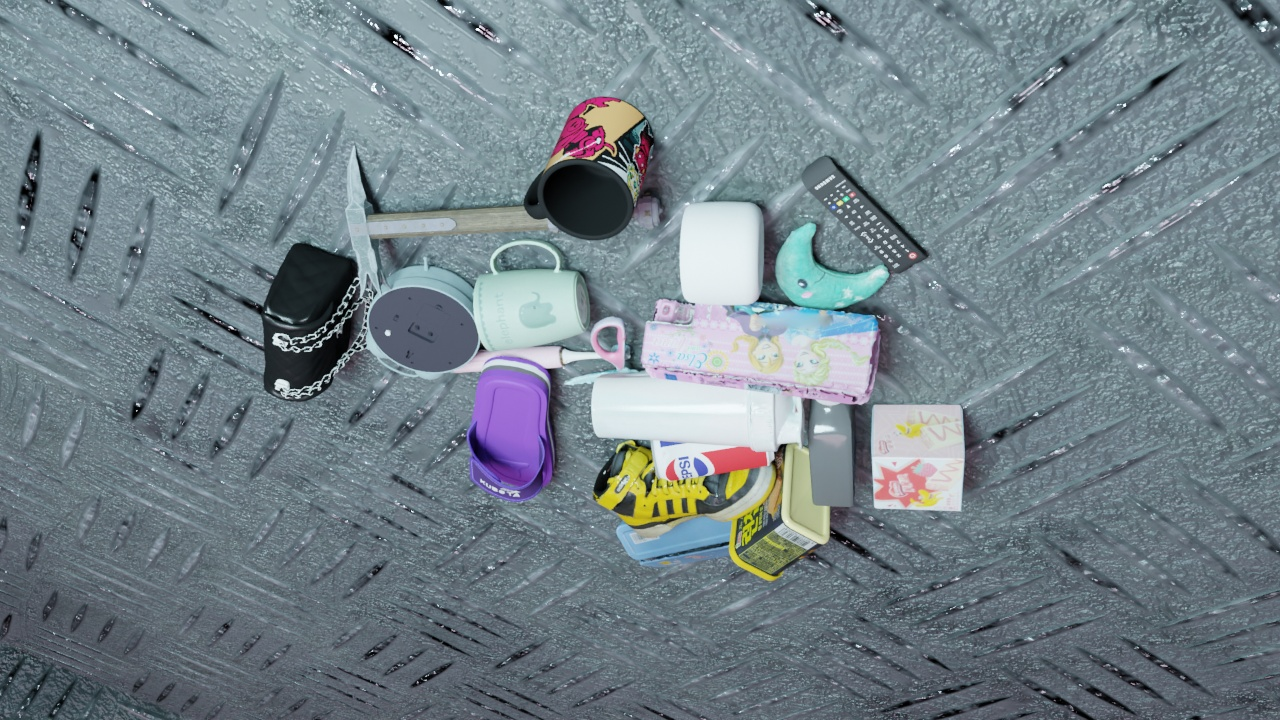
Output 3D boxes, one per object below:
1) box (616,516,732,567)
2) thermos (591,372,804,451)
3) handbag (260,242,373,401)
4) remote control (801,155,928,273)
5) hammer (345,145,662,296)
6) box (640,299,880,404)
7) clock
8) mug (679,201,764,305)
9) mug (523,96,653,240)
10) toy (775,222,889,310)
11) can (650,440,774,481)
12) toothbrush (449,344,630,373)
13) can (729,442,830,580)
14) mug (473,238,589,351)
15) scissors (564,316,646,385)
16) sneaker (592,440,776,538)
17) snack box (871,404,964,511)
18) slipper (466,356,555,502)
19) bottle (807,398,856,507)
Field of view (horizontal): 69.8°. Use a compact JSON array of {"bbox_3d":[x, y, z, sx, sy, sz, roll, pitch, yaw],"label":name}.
[{"bbox_3d":[0.076,0.243,1.240,0.210,0.043,0.125,-19,127,33],"label":"box"},{"bbox_3d":[0.062,0.045,0.973,0.221,0.099,0.099,0,136,13],"label":"thermos"},{"bbox_3d":[-0.351,-0.029,1.009,0.114,0.124,0.154,20,137,-6],"label":"handbag"},{"bbox_3d":[0.204,-0.128,0.828,0.147,0.015,0.033,37,133,-23],"label":"remote control"},{"bbox_3d":[-0.135,-0.141,0.888,0.317,0.028,0.147,-1,111,11],"label":"hammer"},{"bbox_3d":[0.116,-0.018,0.901,0.230,0.084,0.071,8,151,15],"label":"box"},{"bbox_3d":[-0.240,-0.037,1.012,0.122,0.045,0.160,28,128,-19],"label":"clock"},{"bbox_3d":[0.078,-0.094,0.849,0.068,0.094,0.116,2,159,12],"label":"mug"},{"bbox_3d":[-0.052,-0.162,0.803,0.118,0.098,0.082,-17,129,30],"label":"mug"},{"bbox_3d":[0.173,-0.082,0.874,0.105,0.033,0.085,27,135,-16],"label":"toy"},{"bbox_3d":[0.080,0.094,1.038,0.132,0.070,0.070,-10,134,4],"label":"can"},{"bbox_3d":[-0.117,-0.003,1.044,0.223,0.026,0.027,-3,153,17],"label":"toothbrush"},{"bbox_3d":[0.166,0.175,1.078,0.072,0.130,0.101,29,133,-15],"label":"can"},{"bbox_3d":[-0.112,-0.069,0.942,0.104,0.084,0.111,-7,106,11],"label":"mug"},{"bbox_3d":[-0.001,0.008,1.010,0.177,0.013,0.171,-1,143,0],"label":"scissors"},{"bbox_3d":[0.040,0.142,1.107,0.122,0.085,0.239,37,137,-28],"label":"sneaker"},{"bbox_3d":[0.302,0.107,1.003,0.095,0.079,0.093,0,135,16],"label":"snack box"},{"bbox_3d":[-0.160,0.108,1.107,0.107,0.083,0.267,11,144,-1],"label":"slipper"},{"bbox_3d":[0.208,0.074,0.993,0.046,0.083,0.174,1,135,15],"label":"bottle"}]
